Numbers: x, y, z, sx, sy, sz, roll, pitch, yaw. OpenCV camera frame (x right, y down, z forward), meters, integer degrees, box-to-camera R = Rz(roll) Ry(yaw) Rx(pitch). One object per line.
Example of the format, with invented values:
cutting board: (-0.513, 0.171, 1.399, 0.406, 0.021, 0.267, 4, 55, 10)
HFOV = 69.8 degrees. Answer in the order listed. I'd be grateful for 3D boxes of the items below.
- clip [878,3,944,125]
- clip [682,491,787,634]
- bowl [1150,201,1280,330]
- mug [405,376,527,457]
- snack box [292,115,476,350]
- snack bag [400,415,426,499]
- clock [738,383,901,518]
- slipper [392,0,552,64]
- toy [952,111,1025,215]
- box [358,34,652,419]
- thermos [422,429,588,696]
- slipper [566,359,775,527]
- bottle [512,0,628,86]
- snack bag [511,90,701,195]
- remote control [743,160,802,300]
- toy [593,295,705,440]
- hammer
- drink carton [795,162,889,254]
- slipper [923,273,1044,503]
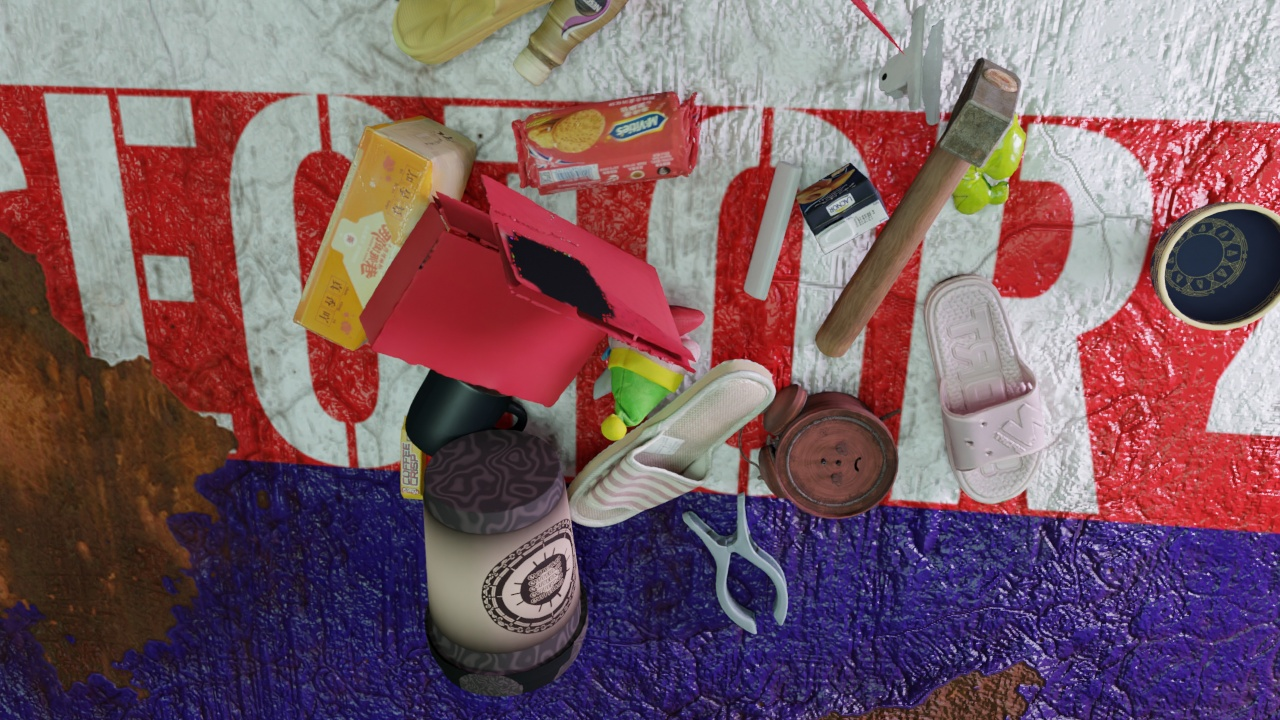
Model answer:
clip: (0.235, -0.255, 0.801, 0.056, 0.056, 0.102, 3, 76, 18)
clip: (0.126, 0.216, 0.995, 0.112, 0.028, 0.163, -24, 105, 12)
bowl: (0.514, -0.089, 0.825, 0.112, 0.061, 0.112, 2, 109, 6)
mug: (-0.173, 0.052, 0.951, 0.121, 0.085, 0.095, 21, 113, -32)
snack box: (-0.229, -0.119, 0.857, 0.080, 0.145, 0.196, 27, 110, -3)
snack bag: (-0.249, 0.109, 1.005, 0.026, 0.020, 0.099, 8, 109, 5)
clock: (0.177, 0.087, 0.920, 0.158, 0.072, 0.121, 6, 109, 4)
slipper: (-0.119, -0.347, 0.777, 0.264, 0.078, 0.099, -25, 69, 24)
toy: (0.307, -0.185, 0.832, 0.094, 0.036, 0.094, 45, 116, -8)
box: (-0.162, -0.129, 0.896, 0.216, 0.351, 0.198, 21, 116, -44)
thermos: (-0.140, 0.198, 0.923, 0.173, 0.172, 0.227, 4, 122, 5)
slipper: (0.027, 0.096, 0.916, 0.264, 0.052, 0.115, -42, 136, 24)
bottle: (-0.051, -0.317, 0.814, 0.059, 0.059, 0.166, 41, 109, -8)
snack bag: (-0.030, -0.198, 0.847, 0.176, 0.082, 0.082, -6, 108, 9)
remote control: (0.124, -0.123, 0.874, 0.012, 0.033, 0.131, 3, 112, -26)
toy: (-0.005, 0.005, 0.894, 0.124, 0.096, 0.131, 17, 108, 38)
hammer: (0.233, -0.117, 0.810, 0.037, 0.157, 0.302, 29, 131, 5)
drink carton: (0.176, -0.137, 0.812, 0.064, 0.129, 0.040, -30, 102, 14)
slipper: (0.336, 0.035, 0.888, 0.094, 0.064, 0.239, -15, 105, 11)
